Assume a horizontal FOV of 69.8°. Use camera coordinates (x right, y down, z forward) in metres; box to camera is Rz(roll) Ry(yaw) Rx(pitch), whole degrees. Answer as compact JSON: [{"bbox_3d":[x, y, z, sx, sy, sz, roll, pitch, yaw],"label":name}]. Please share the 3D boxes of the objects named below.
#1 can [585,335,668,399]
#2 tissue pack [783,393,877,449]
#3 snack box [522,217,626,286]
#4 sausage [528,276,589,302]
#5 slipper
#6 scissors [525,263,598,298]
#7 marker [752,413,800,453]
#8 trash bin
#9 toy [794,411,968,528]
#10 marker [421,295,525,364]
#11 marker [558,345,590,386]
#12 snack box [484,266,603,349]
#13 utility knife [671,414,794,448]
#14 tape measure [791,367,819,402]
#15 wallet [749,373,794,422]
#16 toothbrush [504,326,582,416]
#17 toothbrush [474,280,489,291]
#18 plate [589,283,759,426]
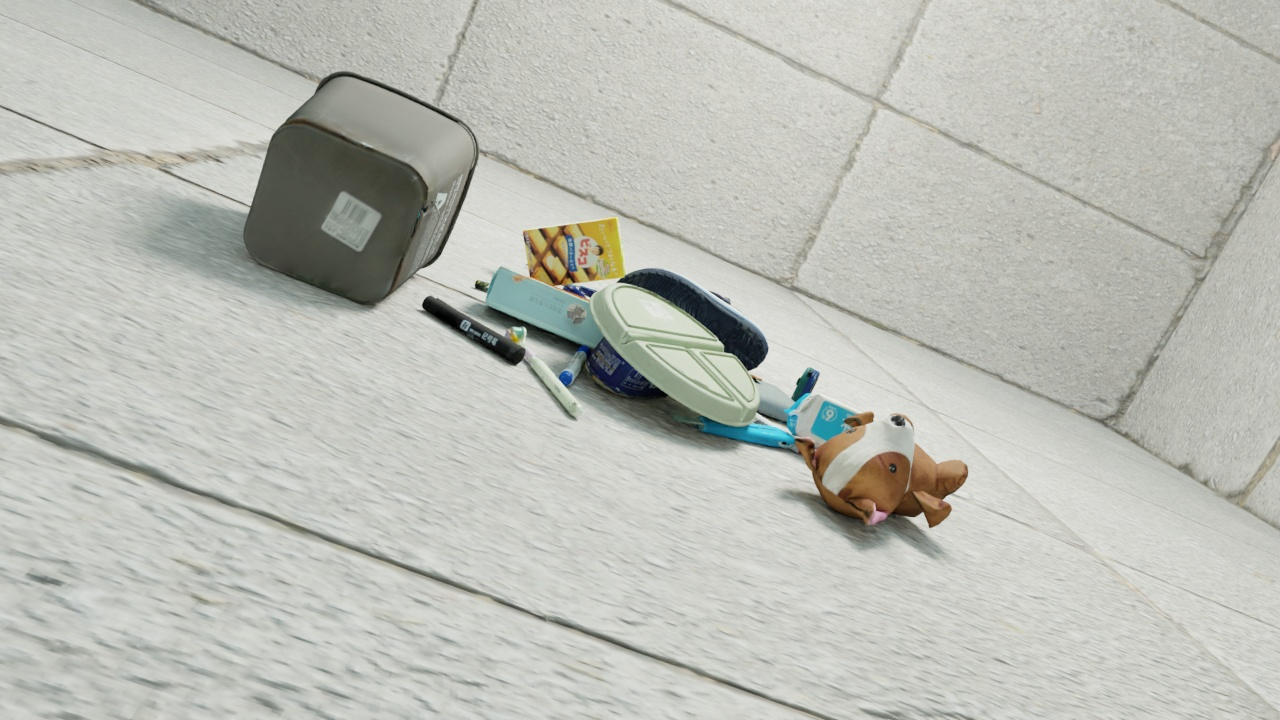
[{"bbox_3d":[0.000,0.003,1.032,0.074,0.049,0.148,47,21,25],"label":"can"},{"bbox_3d":[0.244,0.089,1.116,0.140,0.063,0.090,26,-1,2],"label":"tissue pack"},{"bbox_3d":[-0.095,-0.156,1.329,0.140,0.087,0.033,-7,12,3],"label":"snack box"},{"bbox_3d":[-0.100,-0.086,1.314,0.165,0.021,0.021,20,13,-16],"label":"sausage"},{"bbox_3d":[0.079,-0.071,1.386,0.253,0.105,0.095,26,20,-4],"label":"slipper"},{"bbox_3d":[-0.104,-0.116,1.455,0.176,0.012,0.162,22,13,-6],"label":"scissors"},{"bbox_3d":[0.140,0.072,1.119,0.145,0.017,0.017,32,15,31],"label":"marker"},{"bbox_3d":[-0.294,-0.178,0.973,0.198,0.199,0.219,22,19,-12],"label":"trash bin"},{"bbox_3d":[0.253,0.112,0.955,0.199,0.131,0.140,0,32,-41],"label":"toy"},{"bbox_3d":[-0.175,-0.033,0.961,0.132,0.020,0.022,29,22,23],"label":"marker"},{"bbox_3d":[-0.071,0.005,1.003,0.017,0.017,0.145,24,12,-1],"label":"marker"},{"bbox_3d":[-0.099,-0.058,1.103,0.175,0.051,0.074,22,-1,-8],"label":"snack box"},{"bbox_3d":[0.102,0.077,1.030,0.185,0.018,0.034,12,18,-39],"label":"utility knife"},{"bbox_3d":[0.245,0.037,1.367,0.025,0.058,0.054,28,15,13],"label":"tape measure"},{"bbox_3d":[0.149,0.039,1.229,0.129,0.037,0.106,20,14,-21],"label":"wallet"},{"bbox_3d":[-0.099,0.010,0.929,0.189,0.029,0.020,44,-18,53],"label":"toothbrush"},{"bbox_3d":[-0.139,-0.078,1.233,0.185,0.012,0.017,15,26,-36],"label":"toothbrush"},{"bbox_3d":[0.044,-0.012,1.026,0.230,0.027,0.229,34,19,-14],"label":"plate"}]
